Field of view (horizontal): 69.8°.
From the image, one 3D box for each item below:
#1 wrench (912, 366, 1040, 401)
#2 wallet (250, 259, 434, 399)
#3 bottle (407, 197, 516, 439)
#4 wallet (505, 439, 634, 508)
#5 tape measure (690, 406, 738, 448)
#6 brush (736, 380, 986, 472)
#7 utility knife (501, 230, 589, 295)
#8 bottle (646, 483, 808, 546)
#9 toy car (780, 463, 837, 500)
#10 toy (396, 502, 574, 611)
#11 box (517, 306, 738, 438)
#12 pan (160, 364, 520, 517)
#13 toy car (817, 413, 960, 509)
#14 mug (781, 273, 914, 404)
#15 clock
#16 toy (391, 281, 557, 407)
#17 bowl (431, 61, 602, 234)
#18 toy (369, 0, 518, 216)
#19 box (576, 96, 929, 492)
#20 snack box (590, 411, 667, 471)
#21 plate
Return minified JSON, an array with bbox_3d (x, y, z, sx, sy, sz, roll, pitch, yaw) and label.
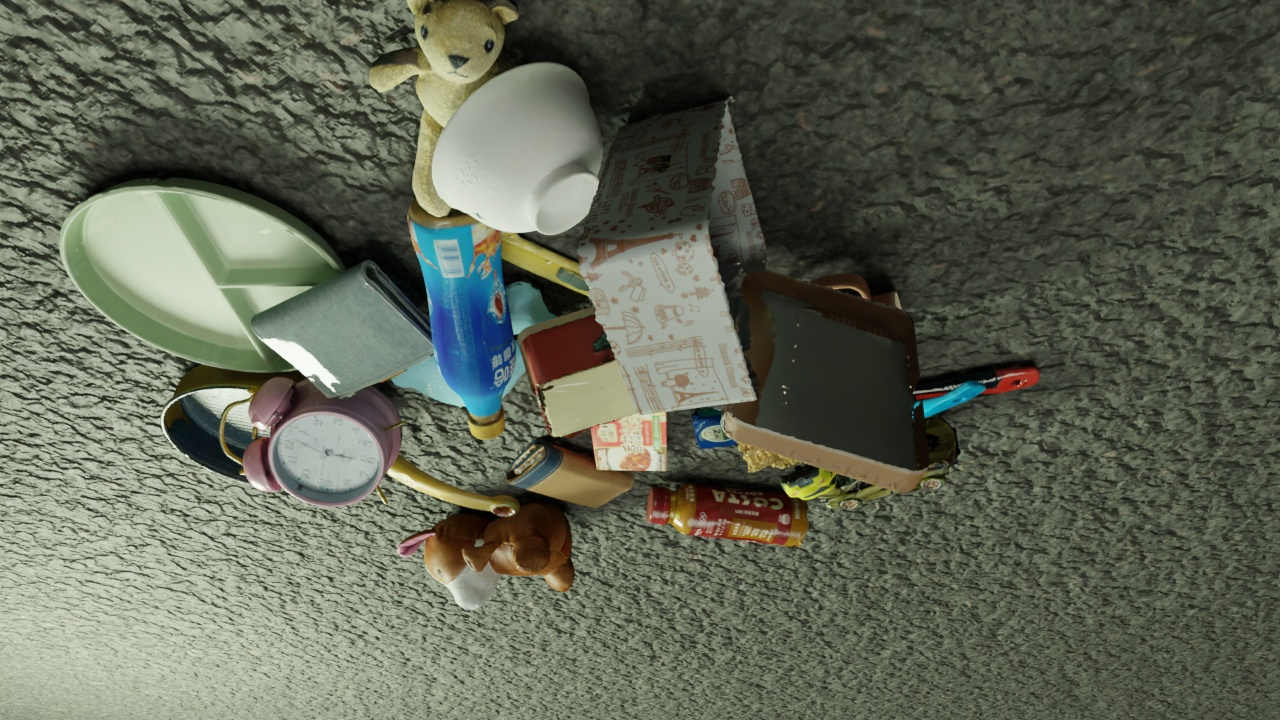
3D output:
[{"bbox_3d":[0.231,0.039,0.867,0.274,0.016,0.056,-13,145,21],"label":"wrench"},{"bbox_3d":[-0.236,-0.022,0.753,0.130,0.036,0.106,-20,129,26],"label":"wallet"},{"bbox_3d":[-0.130,-0.028,0.712,0.065,0.065,0.219,1,129,3],"label":"bottle"},{"bbox_3d":[-0.077,0.126,0.994,0.115,0.033,0.090,22,142,-26],"label":"wallet"},{"bbox_3d":[0.078,0.064,0.904,0.054,0.025,0.058,-6,147,8],"label":"tape measure"},{"bbox_3d":[0.184,0.057,0.810,0.083,0.045,0.255,9,159,-39],"label":"brush"},{"bbox_3d":[-0.049,-0.069,0.743,0.204,0.021,0.031,18,141,-28],"label":"utility knife"},{"bbox_3d":[0.096,0.170,1.021,0.175,0.057,0.058,7,144,-6],"label":"bottle"},{"bbox_3d":[0.170,0.113,0.887,0.048,0.032,0.105,-27,175,21],"label":"toy car"},{"bbox_3d":[-0.176,0.232,1.081,0.200,0.130,0.140,-1,151,22],"label":"toy"},{"bbox_3d":[-0.004,0.004,0.738,0.168,0.076,0.091,-17,144,-8],"label":"box"},{"bbox_3d":[-0.296,0.096,0.927,0.357,0.078,0.198,9,144,-9],"label":"pan"},{"bbox_3d":[0.239,0.102,0.908,0.158,0.070,0.042,-25,135,32],"label":"toy car"},{"bbox_3d":[0.159,-0.018,0.745,0.106,0.081,0.114,-11,128,20],"label":"mug"},{"bbox_3d":[-0.298,0.072,0.830,0.158,0.059,0.117,13,114,-10],"label":"clock"},{"bbox_3d":[-0.143,-0.008,0.799,0.161,0.049,0.156,-2,134,0],"label":"toy"},{"bbox_3d":[-0.063,-0.119,0.578,0.118,0.064,0.118,-34,157,-17],"label":"bowl"},{"bbox_3d":[-0.117,-0.159,0.575,0.105,0.066,0.158,4,138,-11],"label":"toy"},{"bbox_3d":[0.072,-0.033,0.602,0.270,0.179,0.135,39,125,-20],"label":"box"},{"bbox_3d":[-0.011,0.062,0.906,0.075,0.025,0.153,0,144,2],"label":"snack box"},{"bbox_3d":[-0.345,-0.065,0.752,0.230,0.027,0.231,2,143,1],"label":"plate"}]
